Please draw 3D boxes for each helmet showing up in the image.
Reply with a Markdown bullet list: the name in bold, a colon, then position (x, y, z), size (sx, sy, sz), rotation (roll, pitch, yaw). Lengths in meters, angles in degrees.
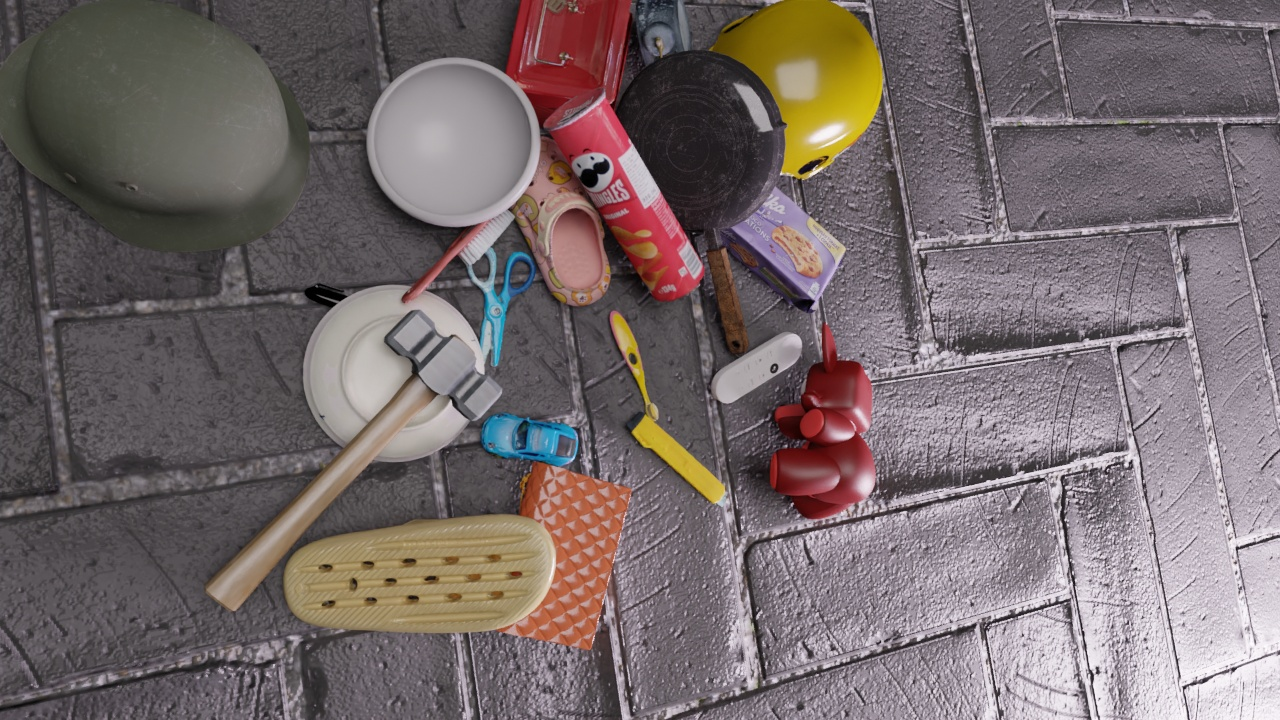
- **helmet**: position (0.193, -0.333, 1.083), size (0.239, 0.140, 0.209), rotation (-34, 97, -40)
- **helmet**: position (-0.436, -0.229, 0.827), size (0.267, 0.154, 0.226), rotation (11, 79, -21)

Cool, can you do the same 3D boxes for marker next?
- **marker**: position (-0.274, -0.052, 0.944), size (0.138, 0.016, 0.022), rotation (17, 94, -21)

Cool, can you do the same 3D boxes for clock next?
- **clock**: position (0.026, -0.369, 1.062), size (0.052, 0.090, 0.129), rotation (-5, 57, 15)

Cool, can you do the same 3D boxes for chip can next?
- **chip can**: position (-0.012, -0.171, 0.984), size (0.073, 0.073, 0.233), rotation (-45, 120, -21)

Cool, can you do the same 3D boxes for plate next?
- **plate**: position (-0.244, 0.013, 0.929), size (0.182, 0.034, 0.182), rotation (0, 89, -23)

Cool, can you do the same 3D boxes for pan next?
- **pan**: position (0.076, -0.166, 1.041), size (0.040, 0.208, 0.357), rotation (-45, 124, -62)

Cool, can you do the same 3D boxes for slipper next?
- **slipper**: position (-0.082, -0.158, 1.005), size (0.093, 0.082, 0.197), rotation (-24, 95, -24)
- **slipper**: position (-0.213, 0.211, 0.907), size (0.261, 0.079, 0.111), rotation (-4, 86, -4)

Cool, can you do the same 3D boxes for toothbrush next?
- **toothbrush**: position (-0.006, 0.006, 1.048), size (0.021, 0.016, 0.135), rotation (-22, 92, -19)

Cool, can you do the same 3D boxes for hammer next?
- **hammer**: position (-0.279, 0.100, 0.870), size (0.117, 0.051, 0.322), rotation (46, 76, -17)

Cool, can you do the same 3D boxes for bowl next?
- **bowl**: position (-0.192, -0.221, 0.963), size (0.176, 0.066, 0.176), rotation (0, 84, -2)

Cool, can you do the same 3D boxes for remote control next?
- **remote control**: position (0.140, 0.008, 1.101), size (0.136, 0.013, 0.043), rotation (-30, 121, -23)

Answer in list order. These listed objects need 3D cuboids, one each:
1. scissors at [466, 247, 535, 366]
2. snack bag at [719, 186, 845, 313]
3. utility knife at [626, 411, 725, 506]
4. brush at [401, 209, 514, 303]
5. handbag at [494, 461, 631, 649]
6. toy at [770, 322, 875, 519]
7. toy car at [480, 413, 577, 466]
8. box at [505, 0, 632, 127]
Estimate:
- **scissors**: position (-0.151, -0.057, 1.000), size (0.083, 0.015, 0.140), rotation (3, 79, -22)
- **snack bag**: position (0.150, -0.154, 1.112), size (0.205, 0.059, 0.096), rotation (40, 66, -9)
- **utility knife**: position (0.044, 0.116, 1.055), size (0.155, 0.017, 0.030), rotation (42, 75, -11)
- **brush**: position (-0.188, -0.109, 0.958), size (0.030, 0.041, 0.171), rotation (49, 52, -20)
- **handbag**: position (-0.089, 0.203, 0.963), size (0.108, 0.060, 0.171), rotation (19, 79, -24)
- **toy**: position (0.218, 0.077, 1.075), size (0.158, 0.121, 0.196), rotation (41, 53, -52)
- **toy car**: position (-0.117, 0.086, 0.984), size (0.105, 0.032, 0.048), rotation (13, 79, -19)
- **box**: position (-0.082, -0.342, 1.030), size (0.136, 0.123, 0.157), rotation (12, 81, -2)
